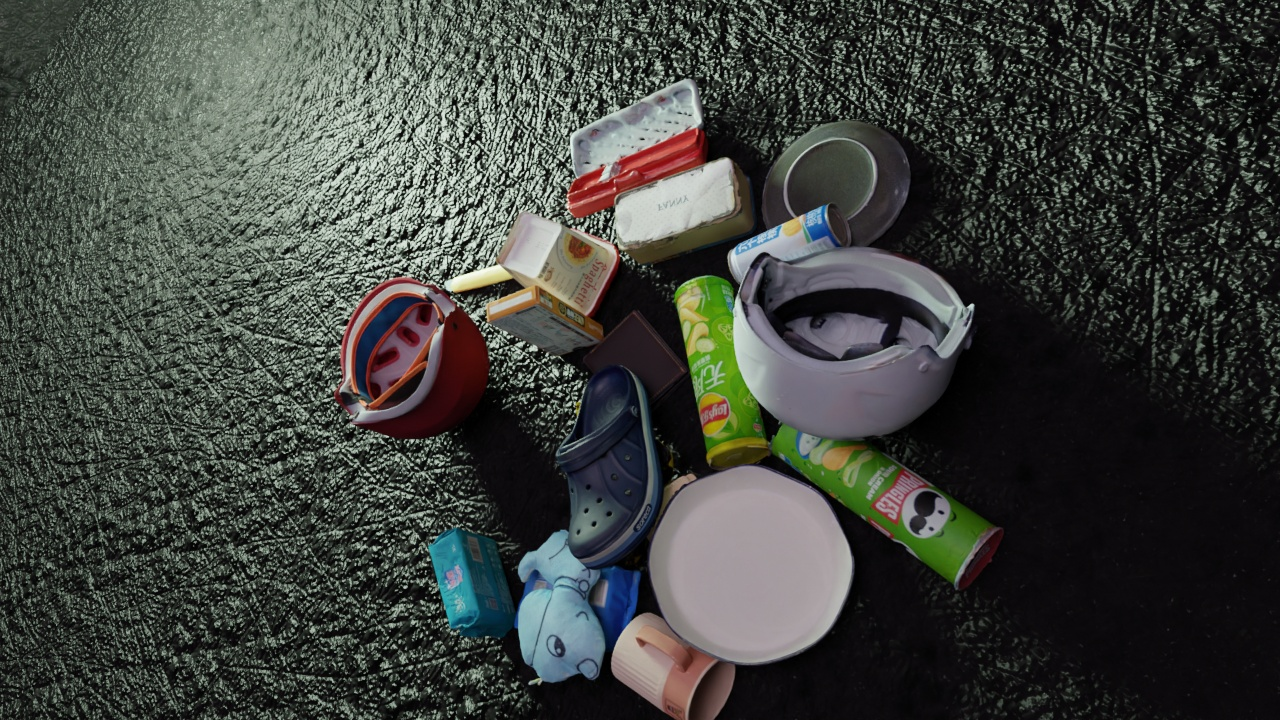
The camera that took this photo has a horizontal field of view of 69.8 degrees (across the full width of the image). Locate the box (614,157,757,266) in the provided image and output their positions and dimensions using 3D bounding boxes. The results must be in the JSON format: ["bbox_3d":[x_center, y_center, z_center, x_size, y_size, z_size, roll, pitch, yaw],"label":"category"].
[{"bbox_3d":[0.059,-0.185,1.137,0.185,0.062,0.089,-11,69,24],"label":"box"}]

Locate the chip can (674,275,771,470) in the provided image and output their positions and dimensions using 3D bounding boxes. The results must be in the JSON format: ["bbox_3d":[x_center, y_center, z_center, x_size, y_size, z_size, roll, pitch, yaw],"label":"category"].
[{"bbox_3d":[0.090,0.009,1.044,0.073,0.072,0.221,-21,64,22],"label":"chip can"}]

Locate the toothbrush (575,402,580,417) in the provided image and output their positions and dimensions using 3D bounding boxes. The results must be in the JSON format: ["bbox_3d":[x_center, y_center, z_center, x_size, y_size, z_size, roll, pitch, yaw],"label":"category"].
[{"bbox_3d":[-0.071,0.129,1.102,0.016,0.016,0.189,-34,44,33],"label":"toothbrush"}]

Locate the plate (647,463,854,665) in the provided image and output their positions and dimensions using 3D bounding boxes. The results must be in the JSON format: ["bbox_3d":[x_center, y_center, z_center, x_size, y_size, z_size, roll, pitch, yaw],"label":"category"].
[{"bbox_3d":[0.112,0.210,0.945,0.205,0.045,0.204,-4,63,8],"label":"plate"}]

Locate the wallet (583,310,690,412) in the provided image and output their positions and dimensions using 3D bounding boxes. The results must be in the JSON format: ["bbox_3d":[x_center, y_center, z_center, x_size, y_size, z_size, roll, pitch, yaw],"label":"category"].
[{"bbox_3d":[-0.007,0.007,1.134,0.096,0.020,0.122,-43,57,6],"label":"wallet"}]

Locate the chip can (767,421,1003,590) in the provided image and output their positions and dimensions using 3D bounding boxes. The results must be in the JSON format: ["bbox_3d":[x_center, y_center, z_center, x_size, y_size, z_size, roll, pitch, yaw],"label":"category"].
[{"bbox_3d":[0.239,0.129,0.918,0.236,0.072,0.072,36,93,34],"label":"chip can"}]

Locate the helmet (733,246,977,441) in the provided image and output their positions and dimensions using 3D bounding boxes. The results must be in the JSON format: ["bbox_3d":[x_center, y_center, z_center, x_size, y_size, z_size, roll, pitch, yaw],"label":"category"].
[{"bbox_3d":[0.204,-0.008,0.916,0.229,0.257,0.146,15,120,18],"label":"helmet"}]

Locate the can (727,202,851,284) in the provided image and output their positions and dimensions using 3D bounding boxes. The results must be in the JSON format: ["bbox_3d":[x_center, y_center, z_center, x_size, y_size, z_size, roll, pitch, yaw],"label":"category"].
[{"bbox_3d":[0.168,-0.129,1.045,0.135,0.053,0.053,-22,63,35],"label":"can"}]

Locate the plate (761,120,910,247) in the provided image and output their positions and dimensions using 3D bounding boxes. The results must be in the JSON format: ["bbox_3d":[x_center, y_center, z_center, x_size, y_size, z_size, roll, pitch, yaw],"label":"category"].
[{"bbox_3d":[0.222,-0.204,1.069,0.180,0.024,0.179,-10,69,27],"label":"plate"}]

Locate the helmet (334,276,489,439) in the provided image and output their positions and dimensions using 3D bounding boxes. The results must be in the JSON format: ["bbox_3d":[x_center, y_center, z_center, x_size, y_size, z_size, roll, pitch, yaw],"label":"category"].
[{"bbox_3d":[-0.295,0.006,1.230,0.207,0.144,0.240,-48,43,7],"label":"helmet"}]

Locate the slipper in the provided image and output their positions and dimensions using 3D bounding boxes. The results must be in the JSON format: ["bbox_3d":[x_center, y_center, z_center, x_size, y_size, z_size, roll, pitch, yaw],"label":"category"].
[{"bbox_3d":[-0.040,0.102,1.020,0.105,0.095,0.252,-27,43,32],"label":"slipper"}]

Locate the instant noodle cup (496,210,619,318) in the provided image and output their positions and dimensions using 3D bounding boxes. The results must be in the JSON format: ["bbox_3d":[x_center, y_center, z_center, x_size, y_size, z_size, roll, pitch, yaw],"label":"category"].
[{"bbox_3d":[-0.108,-0.124,1.173,0.117,0.124,0.116,24,87,33],"label":"instant noodle cup"}]

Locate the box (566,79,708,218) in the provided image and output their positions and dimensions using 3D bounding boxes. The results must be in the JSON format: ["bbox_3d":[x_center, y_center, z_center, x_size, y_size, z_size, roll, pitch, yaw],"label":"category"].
[{"bbox_3d":[-0.007,-0.276,1.215,0.201,0.059,0.160,-18,53,25],"label":"box"}]

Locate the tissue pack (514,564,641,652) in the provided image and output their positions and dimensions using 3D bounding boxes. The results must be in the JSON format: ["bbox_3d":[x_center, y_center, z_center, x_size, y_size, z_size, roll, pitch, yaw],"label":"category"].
[{"bbox_3d":[-0.073,0.279,1.059,0.157,0.052,0.094,1,72,30],"label":"tissue pack"}]

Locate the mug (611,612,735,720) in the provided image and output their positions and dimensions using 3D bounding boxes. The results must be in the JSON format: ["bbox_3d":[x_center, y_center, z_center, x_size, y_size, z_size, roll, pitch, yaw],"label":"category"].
[{"bbox_3d":[0.029,0.314,0.952,0.106,0.115,0.081,21,59,36],"label":"mug"}]

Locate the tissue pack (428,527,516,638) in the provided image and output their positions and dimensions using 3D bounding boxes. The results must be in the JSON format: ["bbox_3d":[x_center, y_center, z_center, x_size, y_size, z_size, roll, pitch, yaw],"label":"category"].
[{"bbox_3d":[-0.202,0.272,1.112,0.050,0.093,0.133,-31,60,13],"label":"tissue pack"}]

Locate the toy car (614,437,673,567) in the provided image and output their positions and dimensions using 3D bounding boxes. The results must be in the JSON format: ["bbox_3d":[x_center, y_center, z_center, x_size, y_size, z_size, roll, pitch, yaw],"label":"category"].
[{"bbox_3d":[-0.007,0.163,1.065,0.071,0.041,0.155,17,85,33],"label":"toy car"}]

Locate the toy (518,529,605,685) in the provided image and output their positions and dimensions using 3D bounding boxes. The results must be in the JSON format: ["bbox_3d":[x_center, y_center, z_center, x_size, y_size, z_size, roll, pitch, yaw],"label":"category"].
[{"bbox_3d":[-0.089,0.276,1.006,0.161,0.050,0.156,25,80,36],"label":"toy"}]

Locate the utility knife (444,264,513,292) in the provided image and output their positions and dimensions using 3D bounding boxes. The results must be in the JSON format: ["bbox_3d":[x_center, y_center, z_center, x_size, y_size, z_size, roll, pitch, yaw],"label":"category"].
[{"bbox_3d":[-0.218,-0.121,1.300,0.167,0.018,0.031,-8,65,26],"label":"utility knife"}]

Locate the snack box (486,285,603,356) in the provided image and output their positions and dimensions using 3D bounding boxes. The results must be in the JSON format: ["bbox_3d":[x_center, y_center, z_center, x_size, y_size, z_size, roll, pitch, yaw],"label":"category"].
[{"bbox_3d":[-0.115,-0.045,1.132,0.075,0.153,0.026,-18,66,24],"label":"snack box"}]

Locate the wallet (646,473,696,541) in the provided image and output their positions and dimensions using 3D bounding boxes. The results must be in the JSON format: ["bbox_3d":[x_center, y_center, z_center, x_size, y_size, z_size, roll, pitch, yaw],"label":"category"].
[{"bbox_3d":[0.056,0.190,1.008,0.087,0.024,0.115,-34,75,-1],"label":"wallet"}]
